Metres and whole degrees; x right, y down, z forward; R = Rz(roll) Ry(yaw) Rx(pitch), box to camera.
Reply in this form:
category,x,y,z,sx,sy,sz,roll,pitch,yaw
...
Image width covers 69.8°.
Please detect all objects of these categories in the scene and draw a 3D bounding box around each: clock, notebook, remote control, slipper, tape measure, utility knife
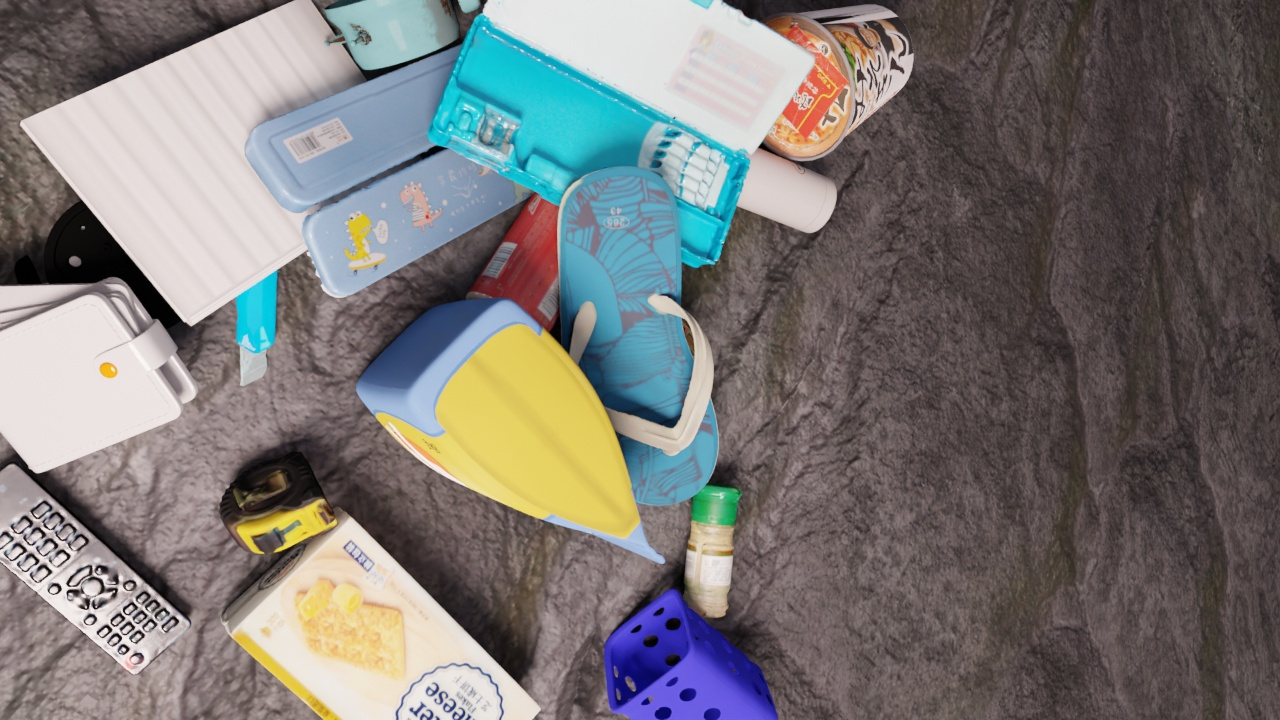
category,x,y,z,sx,sy,sz,roll,pitch,yaw
clock,-0.329,-0.050,0.573,0.091,0.043,0.120,42,71,-21
notebook,-0.254,-0.138,0.601,0.209,0.009,0.142,-46,110,-37
remote control,-0.353,0.131,0.574,0.047,0.022,0.150,-44,111,-22
slipper,-0.004,0.004,0.680,0.118,0.060,0.295,-7,121,0
tape measure,-0.243,0.093,0.605,0.062,0.067,0.038,-28,133,-17
utility knife,-0.264,-0.070,0.624,0.031,0.015,0.174,1,91,-25
clock,-0.158,-0.247,0.641,0.124,0.090,0.053,-33,124,-24

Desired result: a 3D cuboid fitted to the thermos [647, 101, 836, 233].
category,x,y,z,sx,sy,sz,roll,pitch,yaw
thermos,0.065,-0.166,0.778,0.224,0.052,0.052,15,83,-27

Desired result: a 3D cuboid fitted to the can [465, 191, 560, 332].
category,x,y,z,sx,sy,sz,roll,pitch,yaw
can,-0.064,-0.093,0.700,0.067,0.067,0.170,36,74,-23

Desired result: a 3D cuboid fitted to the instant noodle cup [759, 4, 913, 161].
category,x,y,z,sx,sy,sz,roll,pitch,yaw
instant noodle cup,0.169,-0.254,0.805,0.121,0.124,0.123,-32,104,-34

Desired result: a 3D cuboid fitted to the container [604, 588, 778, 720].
category,x,y,z,sx,sy,sz,roll,pitch,yaw
container,0.041,0.260,0.736,0.084,0.085,0.113,-40,112,11

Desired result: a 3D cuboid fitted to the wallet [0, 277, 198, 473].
category,x,y,z,sx,sy,sz,roll,pitch,yaw
wallet,-0.339,-0.003,0.536,0.118,0.037,0.115,-21,115,7

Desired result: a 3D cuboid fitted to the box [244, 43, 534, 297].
category,x,y,z,sx,sy,sz,roll,pitch,yaw
box,-0.158,-0.141,0.648,0.208,0.034,0.127,-38,108,-36

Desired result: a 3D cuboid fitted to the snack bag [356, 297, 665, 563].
category,x,y,z,sx,sy,sz,roll,pitch,yaw
snack bag,-0.083,0.060,0.639,0.102,0.159,0.205,-48,112,-19

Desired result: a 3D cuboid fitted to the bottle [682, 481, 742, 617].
category,x,y,z,sx,sy,sz,roll,pitch,yaw
bottle,0.060,0.160,0.781,0.043,0.043,0.111,7,87,-28

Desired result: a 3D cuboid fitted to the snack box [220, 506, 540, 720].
category,x,y,z,sx,sy,sz,roll,pitch,yaw
snack box,-0.178,0.214,0.645,0.104,0.058,0.208,-46,109,-21

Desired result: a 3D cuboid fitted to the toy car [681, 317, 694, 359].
category,x,y,z,sx,sy,sz,roll,pitch,yaw
toy car,0.019,-0.020,0.757,0.112,0.047,0.047,43,71,-23

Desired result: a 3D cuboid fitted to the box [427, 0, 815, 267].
category,x,y,z,sx,sy,sz,roll,pitch,yaw
box,-0.013,-0.187,0.653,0.227,0.071,0.182,23,100,-21
